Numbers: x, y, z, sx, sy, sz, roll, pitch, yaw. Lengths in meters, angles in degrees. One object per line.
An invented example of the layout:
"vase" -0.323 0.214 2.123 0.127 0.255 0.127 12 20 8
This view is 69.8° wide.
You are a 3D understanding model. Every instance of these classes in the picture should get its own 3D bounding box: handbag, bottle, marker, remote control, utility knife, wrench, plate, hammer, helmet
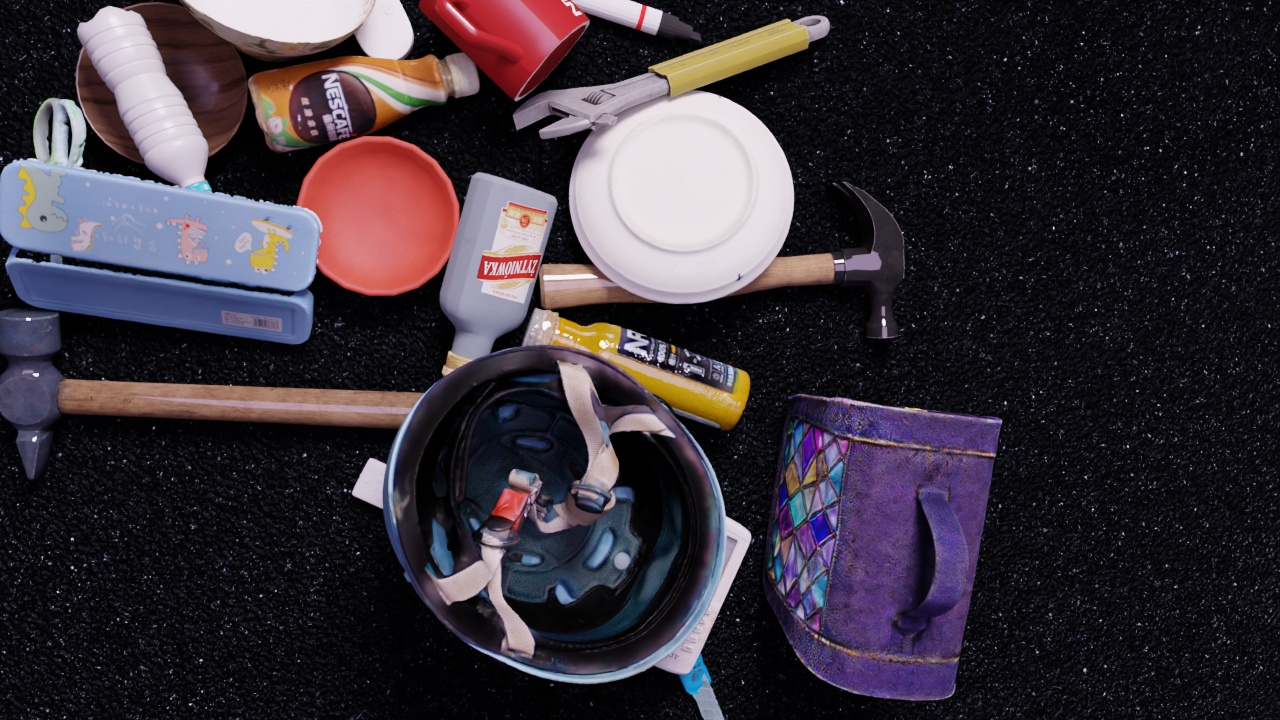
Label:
"handbag" 0.186 0.131 0.707 0.125 0.222 0.205 7 95 -9
"bottle" -0.348 -0.180 0.656 0.044 0.044 0.136 -26 98 -5
"marker" -0.019 -0.283 0.741 0.145 0.019 0.019 15 93 -9
"bottle" -0.119 -0.060 0.724 0.072 0.046 0.161 10 98 -48
"bottle" -0.208 -0.205 0.703 0.167 0.059 0.059 -17 97 -15
"bottle" -0.004 0.004 0.754 0.186 0.053 0.053 19 92 -9
"remote control" -0.220 -0.297 0.714 0.043 0.013 0.136 -26 98 -5
"utility knife" 0.037 0.245 0.802 0.031 0.015 0.198 -23 99 -5
"wrench" 0.031 -0.231 0.738 0.273 0.083 0.018 -24 130 -13
"plate" 0.033 -0.137 0.729 0.182 0.034 0.182 0 80 0
"hammer" -0.322 0.035 0.718 0.321 0.040 0.129 3 104 -10
"remote control" 0.041 0.194 0.781 0.060 0.025 0.138 29 81 -15
"helmet" -0.066 0.111 0.695 0.265 0.167 0.225 40 75 -14
"remote control" -0.172 0.123 0.760 0.131 0.012 0.033 27 89 -10
"hammer" 0.069 -0.076 0.767 0.305 0.040 0.132 -4 99 -7

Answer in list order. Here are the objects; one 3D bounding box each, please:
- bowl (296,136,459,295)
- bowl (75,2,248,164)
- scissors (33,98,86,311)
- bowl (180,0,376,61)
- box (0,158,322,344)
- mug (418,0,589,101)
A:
"bowl" -0.204 -0.112 0.722 0.122 0.035 0.122 -1 95 -8
"bowl" -0.355 -0.204 0.693 0.119 0.032 0.119 -1 95 -8
"scissors" -0.439 -0.109 0.692 0.065 0.033 0.174 15 99 28
"bowl" -0.270 -0.268 0.669 0.145 0.063 0.145 10 63 -20
"box" -0.345 -0.070 0.668 0.209 0.039 0.127 8 129 -16
"mug" -0.106 -0.253 0.682 0.096 0.116 0.081 43 123 -10
